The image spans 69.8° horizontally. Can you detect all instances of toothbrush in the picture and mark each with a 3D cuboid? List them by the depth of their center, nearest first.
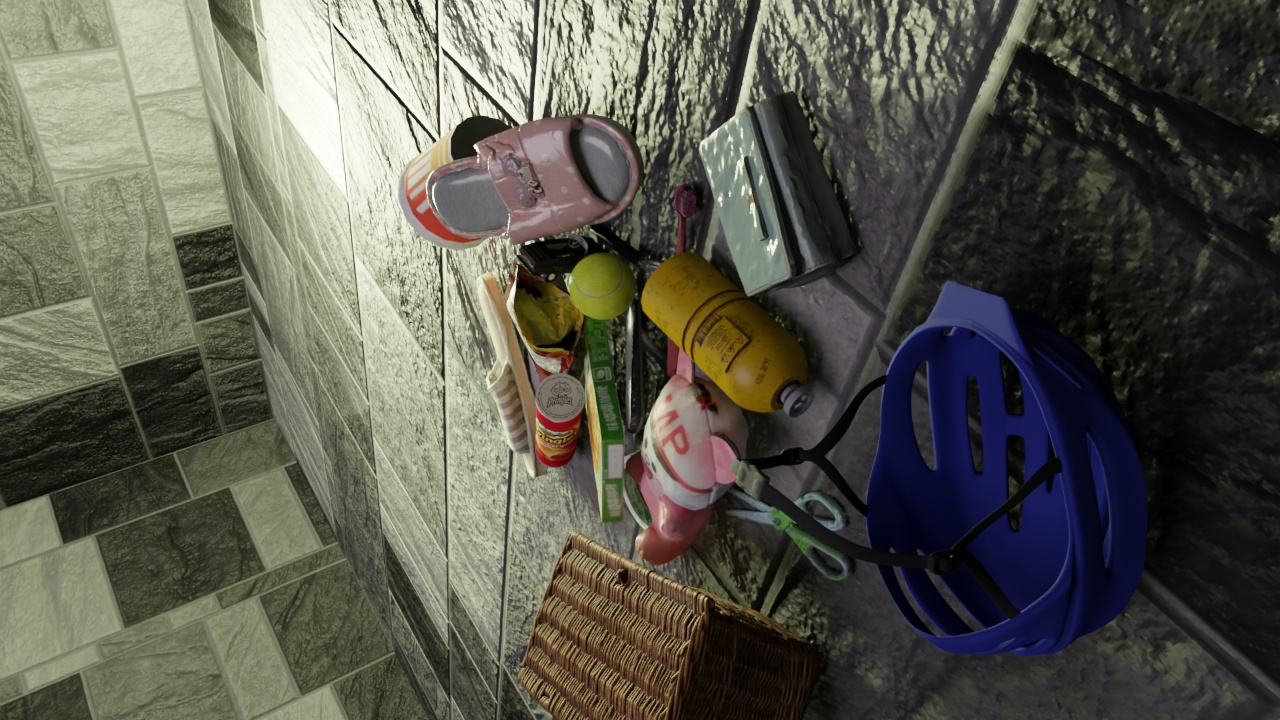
[{"bbox_3d":[0.036,-0.065,0.814,0.016,0.016,0.190,-123,29,-52],"label":"toothbrush"}]

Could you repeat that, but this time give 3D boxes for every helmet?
[{"bbox_3d":[0.158,0.081,0.496,0.148,0.227,0.242,-144,43,-59],"label":"helmet"}]

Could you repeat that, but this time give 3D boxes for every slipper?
[{"bbox_3d":[-0.115,-0.167,0.888,0.275,0.054,0.114,-7,119,39],"label":"slipper"},{"bbox_3d":[-0.174,0.022,1.187,0.114,0.054,0.272,-176,72,-78],"label":"slipper"}]

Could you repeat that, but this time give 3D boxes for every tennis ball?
[{"bbox_3d":[-0.037,-0.072,0.894,0.065,0.065,0.065,38,138,44],"label":"tennis ball"}]

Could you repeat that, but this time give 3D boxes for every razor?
[{"bbox_3d":[-0.008,-0.102,0.870,0.144,0.022,0.043,36,136,45],"label":"razor"}]

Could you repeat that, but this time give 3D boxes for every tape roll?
[{"bbox_3d":[0.009,0.146,1.005,0.094,0.018,0.094,38,138,44],"label":"tape roll"}]

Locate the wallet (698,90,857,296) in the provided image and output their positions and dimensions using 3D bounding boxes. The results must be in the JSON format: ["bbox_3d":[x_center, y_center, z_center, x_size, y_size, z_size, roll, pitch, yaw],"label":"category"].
[{"bbox_3d":[0.094,-0.117,0.665,0.101,0.054,0.131,-24,82,60],"label":"wallet"}]

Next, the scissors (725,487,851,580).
[{"bbox_3d":[0.124,0.149,0.817,0.175,0.032,0.093,0,110,64],"label":"scissors"}]

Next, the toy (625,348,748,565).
[{"bbox_3d":[0.041,0.092,0.840,0.214,0.084,0.141,105,162,-50],"label":"toy"}]

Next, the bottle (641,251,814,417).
[{"bbox_3d":[0.074,-0.015,0.736,0.164,0.071,0.071,46,144,35],"label":"bottle"}]

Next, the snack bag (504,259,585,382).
[{"bbox_3d":[-0.118,-0.030,1.008,0.139,0.066,0.208,61,163,4],"label":"snack bag"}]

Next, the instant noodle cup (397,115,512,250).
[{"bbox_3d":[-0.192,-0.204,1.029,0.121,0.123,0.123,-25,86,54],"label":"instant noodle cup"}]

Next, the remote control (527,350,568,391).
[{"bbox_3d":[-0.112,-0.016,1.106,0.074,0.019,0.151,30,132,49],"label":"remote control"}]

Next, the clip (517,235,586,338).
[{"bbox_3d":[-0.093,-0.080,1.023,0.163,0.028,0.115,54,146,27],"label":"clip"}]

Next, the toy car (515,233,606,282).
[{"bbox_3d":[-0.077,-0.106,0.915,0.040,0.092,0.037,47,134,34],"label":"toy car"}]

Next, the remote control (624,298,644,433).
[{"bbox_3d":[-0.005,0.005,0.879,0.033,0.013,0.136,114,160,-56],"label":"remote control"}]

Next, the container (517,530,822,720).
[{"bbox_3d":[0.031,0.284,0.863,0.250,0.183,0.162,7,76,59],"label":"container"}]

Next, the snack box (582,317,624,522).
[{"bbox_3d":[-0.039,0.060,0.940,0.132,0.027,0.167,92,171,-46],"label":"snack box"}]

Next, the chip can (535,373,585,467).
[{"bbox_3d":[-0.094,0.074,1.046,0.051,0.051,0.215,61,165,15],"label":"chip can"}]
